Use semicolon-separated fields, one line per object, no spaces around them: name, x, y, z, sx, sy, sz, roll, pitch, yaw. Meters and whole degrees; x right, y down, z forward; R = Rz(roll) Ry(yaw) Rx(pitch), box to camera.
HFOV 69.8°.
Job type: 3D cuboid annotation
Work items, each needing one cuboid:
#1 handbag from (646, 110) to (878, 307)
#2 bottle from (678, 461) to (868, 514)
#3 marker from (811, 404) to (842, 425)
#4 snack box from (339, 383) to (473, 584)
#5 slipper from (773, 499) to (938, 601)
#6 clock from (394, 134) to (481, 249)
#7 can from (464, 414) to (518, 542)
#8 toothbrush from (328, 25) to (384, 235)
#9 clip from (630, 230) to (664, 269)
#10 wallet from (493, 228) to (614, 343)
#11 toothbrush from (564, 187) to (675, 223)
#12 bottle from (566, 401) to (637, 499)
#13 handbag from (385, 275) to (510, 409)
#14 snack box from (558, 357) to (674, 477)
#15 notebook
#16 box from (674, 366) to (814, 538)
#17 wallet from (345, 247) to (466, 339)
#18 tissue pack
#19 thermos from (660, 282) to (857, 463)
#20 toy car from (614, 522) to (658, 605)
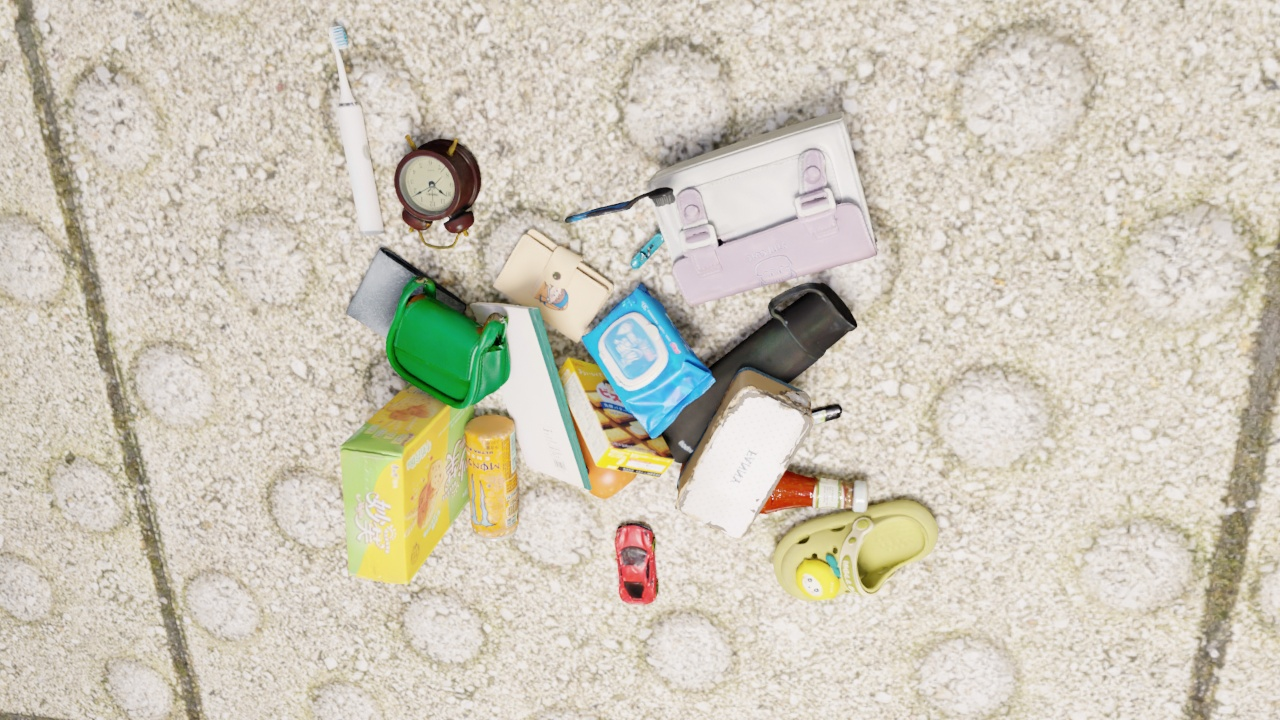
handbag;0.121;-0.144;0.903;0.197;0.098;0.145;-15;111;18
bottle;0.147;0.143;1.020;0.206;0.059;0.060;3;110;11
marker;0.162;0.070;1.013;0.124;0.015;0.018;-16;106;15
snack box;-0.250;0.123;1.018;0.070;0.209;0.158;7;112;9
slipper;0.236;0.216;1.014;0.191;0.081;0.091;-24;100;17
clock;-0.217;-0.179;0.983;0.082;0.055;0.122;7;113;10
can;-0.175;0.139;1.083;0.058;0.058;0.146;6;115;10
toothbrush;-0.311;-0.246;0.996;0.026;0.026;0.221;-5;108;3
clip;0.009;-0.118;0.973;0.013;0.039;0.056;43;119;-2
wallet;-0.094;-0.084;1.009;0.115;0.024;0.087;35;112;0
toothbrush;-0.024;-0.150;0.915;0.190;0.014;0.016;-2;130;54
bottle;-0.066;0.085;1.046;0.067;0.066;0.149;-36;92;21
handbag;-0.205;-0.019;0.999;0.131;0.067;0.120;30;124;18
snack box;-0.029;0.060;0.972;0.086;0.140;0.034;16;120;-38
notebook;-0.121;0.036;1.012;0.151;0.012;0.209;9;120;55
box;0.102;0.102;0.947;0.090;0.059;0.185;27;116;-5
wallet;-0.271;-0.060;1.061;0.121;0.019;0.097;34;115;-3
tissue pack;0.005;-0.002;0.962;0.095;0.052;0.157;-41;57;11
thermos;0.107;0.008;0.969;0.090;0.068;0.243;36;115;-30
toy car;-0.006;0.246;1.106;0.049;0.031;0.106;1;108;11
